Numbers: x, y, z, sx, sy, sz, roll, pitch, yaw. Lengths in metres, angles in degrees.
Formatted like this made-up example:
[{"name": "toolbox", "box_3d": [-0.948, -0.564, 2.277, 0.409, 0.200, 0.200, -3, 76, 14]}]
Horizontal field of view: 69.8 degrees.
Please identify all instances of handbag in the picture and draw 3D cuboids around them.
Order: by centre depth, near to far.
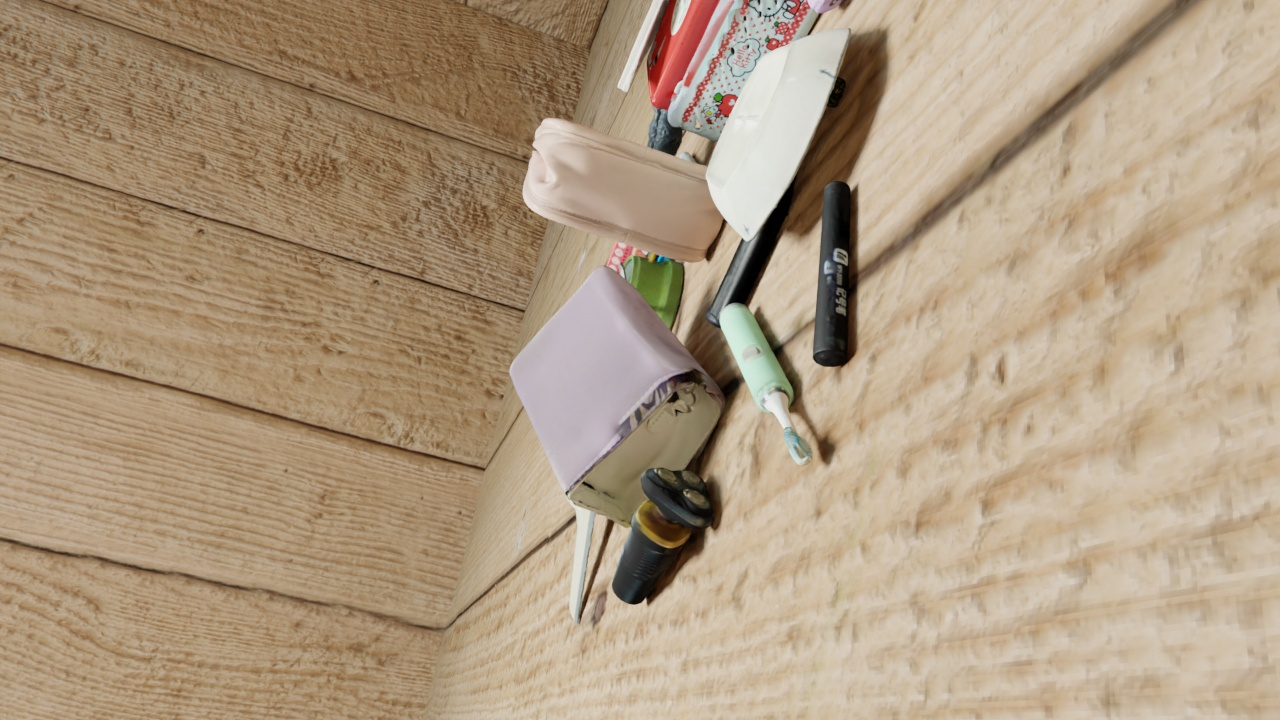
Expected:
[{"name": "handbag", "box_3d": [-0.021, 0.026, 0.791, 0.145, 0.098, 0.197, -54, 36, 14]}, {"name": "handbag", "box_3d": [-0.032, -0.186, 0.938, 0.093, 0.193, 0.234, -70, 23, 14]}]

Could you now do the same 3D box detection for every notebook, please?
[{"name": "notebook", "box_3d": [0.026, -0.362, 0.912, 0.208, 0.012, 0.151, -75, 10, -59]}]

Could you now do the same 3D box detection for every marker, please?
[{"name": "marker", "box_3d": [0.118, -0.055, 0.562, 0.022, 0.020, 0.131, 94, -175, -59]}, {"name": "marker", "box_3d": [0.060, -0.218, 1.046, 0.145, 0.017, 0.017, -103, 32, -66]}]

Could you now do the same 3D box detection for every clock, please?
[{"name": "clock", "box_3d": [-0.004, -0.053, 1.024, 0.162, 0.056, 0.116, 125, 159, -57]}]

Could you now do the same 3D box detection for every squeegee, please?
[{"name": "squeegee", "box_3d": [-0.071, 0.132, 1.075, 0.246, 0.039, 0.247, -96, 14, -73]}]

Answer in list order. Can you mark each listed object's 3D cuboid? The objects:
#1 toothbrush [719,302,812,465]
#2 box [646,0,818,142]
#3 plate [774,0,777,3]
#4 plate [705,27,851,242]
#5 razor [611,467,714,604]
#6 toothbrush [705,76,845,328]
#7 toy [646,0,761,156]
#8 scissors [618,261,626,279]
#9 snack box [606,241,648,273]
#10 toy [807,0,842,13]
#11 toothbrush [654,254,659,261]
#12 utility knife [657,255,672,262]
[{"name": "toothbrush", "box_3d": [0.083, 0.011, 0.615, 0.026, 0.027, 0.224, -33, 23, 9]}, {"name": "box", "box_3d": [0.082, -0.298, 0.827, 0.202, 0.099, 0.112, 122, 149, -55]}, {"name": "plate", "box_3d": [0.114, -0.399, 0.772, 0.164, 0.034, 0.164, 59, 150, 15]}, {"name": "plate", "box_3d": [0.094, -0.182, 0.714, 0.265, 0.034, 0.162, -90, 24, -74]}, {"name": "razor", "box_3d": [0.012, 0.144, 0.728, 0.067, 0.062, 0.168, -44, -17, -40]}, {"name": "toothbrush", "box_3d": [0.103, -0.117, 0.704, 0.027, 0.026, 0.213, 46, 125, 36]}, {"name": "toy", "box_3d": [0.079, -0.364, 0.953, 0.137, 0.091, 0.357, -76, 10, -58]}, {"name": "scissors", "box_3d": [-0.009, 0.017, 0.904, 0.221, 0.021, 0.231, -159, 71, -64]}, {"name": "snack box", "box_3d": [-0.003, -0.158, 1.141, 0.113, 0.044, 0.127, -71, 5, -53]}, {"name": "toy", "box_3d": [0.155, -0.314, 0.688, 0.108, 0.039, 0.083, 113, -178, -48]}, {"name": "toothbrush", "box_3d": [0.003, -0.091, 1.086, 0.190, 0.014, 0.016, 112, 147, -58]}, {"name": "utility knife", "box_3d": [0.044, -0.139, 1.015, 0.210, 0.018, 0.034, 134, 150, -63]}]
